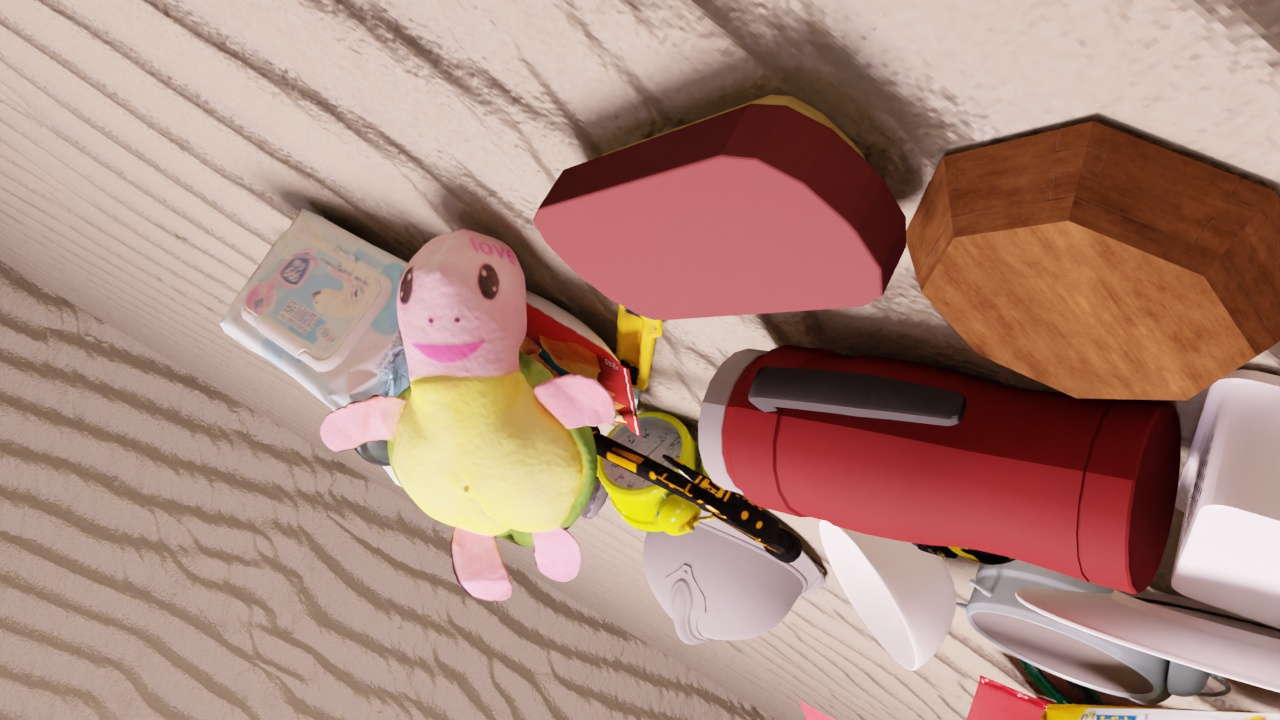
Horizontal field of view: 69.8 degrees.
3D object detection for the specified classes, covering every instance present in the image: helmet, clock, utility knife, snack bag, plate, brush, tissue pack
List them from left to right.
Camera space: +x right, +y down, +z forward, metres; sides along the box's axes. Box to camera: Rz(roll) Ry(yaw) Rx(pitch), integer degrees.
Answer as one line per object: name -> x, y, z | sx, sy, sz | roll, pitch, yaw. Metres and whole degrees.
tissue pack -> -0.208, -0.029, 0.646 | 0.182, 0.112, 0.070 | 27, 167, 34
snack bag -> -0.062, -0.007, 0.635 | 0.144, 0.039, 0.131 | 30, 162, 15
utility knife -> -0.004, 0.004, 0.622 | 0.030, 0.019, 0.225 | 35, 165, 10
clock -> 0.021, 0.086, 0.688 | 0.119, 0.083, 0.057 | 18, 152, 35
brush -> 0.028, -0.059, 0.373 | 0.082, 0.041, 0.174 | 40, 158, -28
helmet -> 0.071, 0.219, 0.889 | 0.183, 0.117, 0.271 | 19, 160, 27
plate -> 0.150, -0.024, 0.312 | 0.131, 0.025, 0.131 | 26, 160, 10
clock -> 0.286, 0.174, 0.585 | 0.159, 0.045, 0.123 | 24, 161, 18
plate -> 0.287, 0.130, 0.425 | 0.208, 0.015, 0.208 | 12, 177, 0
snack bag -> 0.343, 0.220, 0.484 | 0.159, 0.068, 0.248 | 6, 160, -13

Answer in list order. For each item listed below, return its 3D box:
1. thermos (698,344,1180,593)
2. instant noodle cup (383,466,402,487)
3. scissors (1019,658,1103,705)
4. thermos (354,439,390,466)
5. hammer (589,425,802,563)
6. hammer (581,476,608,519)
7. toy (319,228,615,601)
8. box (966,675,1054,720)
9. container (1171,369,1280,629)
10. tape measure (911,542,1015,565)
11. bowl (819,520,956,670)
thermos -> 0.120, 0.037, 0.414 | 0.199, 0.083, 0.108 | 9, 160, 41
instant noodle cup -> -0.181, 0.053, 0.848 | 0.123, 0.123, 0.121 | 30, 153, -1
scissors -> 0.375, 0.270, 0.652 | 0.204, 0.015, 0.201 | 14, -163, -11
thermos -> -0.224, 0.001, 0.740 | 0.221, 0.098, 0.098 | 38, 169, 34
hammer -> -0.036, 0.055, 0.641 | 0.321, 0.036, 0.123 | 21, 167, 43
hammer -> -0.096, 0.092, 0.839 | 0.098, 0.052, 0.328 | 25, 170, 12
toy -> -0.098, 0.040, 0.567 | 0.190, 0.087, 0.238 | -8, 108, 18
box -> 0.461, 0.468, 0.839 | 0.215, 0.170, 0.479 | 12, 129, 49
container -> 0.250, 0.063, 0.350 | 0.081, 0.049, 0.129 | 18, 157, 31
tape measure -> 0.176, 0.073, 0.462 | 0.034, 0.061, 0.061 | 37, 161, -30
bowl -> 0.175, 0.147, 0.627 | 0.114, 0.050, 0.115 | 61, 172, 13
